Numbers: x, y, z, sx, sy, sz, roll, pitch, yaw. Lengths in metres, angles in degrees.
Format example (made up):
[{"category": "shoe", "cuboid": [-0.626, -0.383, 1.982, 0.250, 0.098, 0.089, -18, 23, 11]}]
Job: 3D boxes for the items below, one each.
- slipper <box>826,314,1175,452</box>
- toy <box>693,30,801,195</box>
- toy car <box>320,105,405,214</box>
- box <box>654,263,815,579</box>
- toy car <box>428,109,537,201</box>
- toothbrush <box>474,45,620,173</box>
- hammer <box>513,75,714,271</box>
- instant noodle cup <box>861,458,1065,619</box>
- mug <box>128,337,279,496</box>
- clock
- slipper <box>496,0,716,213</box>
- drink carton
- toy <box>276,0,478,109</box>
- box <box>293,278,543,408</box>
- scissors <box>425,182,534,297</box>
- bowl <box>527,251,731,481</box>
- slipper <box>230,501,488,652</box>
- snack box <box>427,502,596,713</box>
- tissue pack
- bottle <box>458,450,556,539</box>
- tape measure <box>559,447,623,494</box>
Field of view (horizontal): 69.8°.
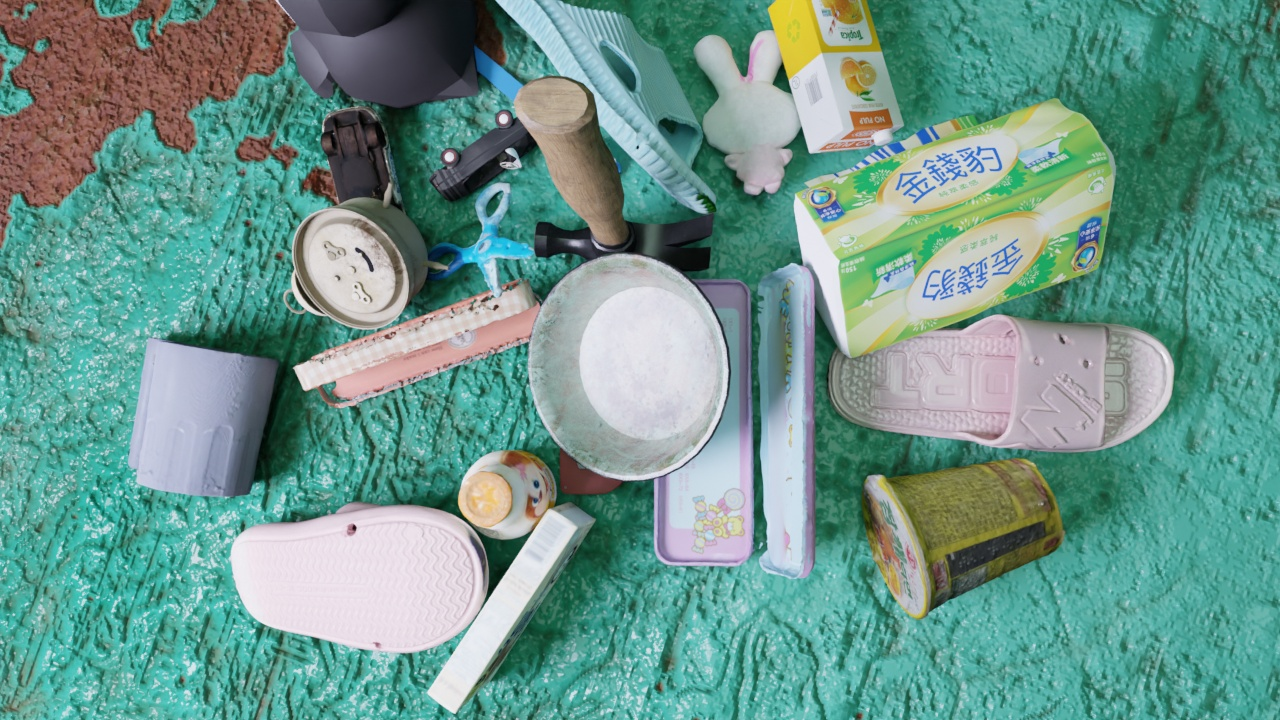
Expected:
[{"category": "slipper", "cuboid": [0.254, 0.016, 0.645, 0.239, 0.064, 0.094, 1, 85, 6]}, {"category": "toy", "cuboid": [0.083, -0.184, 0.689, 0.076, 0.037, 0.125, -11, 87, -5]}, {"category": "toy car", "cuboid": [-0.212, -0.138, 0.711, 0.048, 0.040, 0.113, -9, 102, 4]}, {"category": "box", "cuboid": [0.072, 0.044, 0.658, 0.140, 0.062, 0.214, -4, 84, 39]}, {"category": "toy car", "cuboid": [-0.116, -0.154, 0.700, 0.092, 0.040, 0.037, -36, 83, -1]}, {"category": "toothbrush", "cuboid": [-0.081, -0.196, 0.715, 0.166, 0.014, 0.016, 41, 89, 7]}, {"category": "hammer", "cuboid": [-0.022, -0.099, 0.555, 0.132, 0.305, 0.040, 5, 85, 4]}, {"category": "instant noodle cup", "cuboid": [0.220, 0.113, 0.629, 0.108, 0.102, 0.102, -15, 84, -6]}, {"category": "mug", "cuboid": [-0.338, 0.040, 0.690, 0.124, 0.083, 0.104, 8, 87, 29]}, {"category": "clock", "cuboid": [-0.216, -0.069, 0.685, 0.141, 0.054, 0.093, -23, 109, 28]}, {"category": "slipper", "cuboid": [-0.027, -0.221, 0.666, 0.069, 0.115, 0.276, -43, 79, 13]}, {"category": "drink carton", "cuboid": [0.144, -0.213, 0.673, 0.058, 0.040, 0.122, -11, 83, -28]}, {"category": "toy", "cuboid": [-0.189, -0.258, 0.642, 0.140, 0.184, 0.159, 40, 90, 8]}, {"category": "box", "cuboid": [-0.160, -0.010, 0.677, 0.187, 0.076, 0.054, -20, 50, 4]}, {"category": "scissors", "cuboid": [-0.122, -0.075, 0.671, 0.113, 0.013, 0.140, -37, 41, 12]}, {"category": "bowl", "cuboid": [-0.004, 0.004, 0.645, 0.158, 0.038, 0.157, 3, 96, 27]}, {"category": "slipper", "cuboid": [-0.204, 0.153, 0.658, 0.222, 0.055, 0.107, -7, 100, 24]}, {"category": "snack box", "cuboid": [-0.088, 0.171, 0.650, 0.026, 0.082, 0.150, 34, 88, 8]}, {"category": "tissue pack", "cuboid": [0.203, -0.111, 0.646, 0.197, 0.120, 0.141, -16, 48, -3]}, {"category": "bottle", "cuboid": [-0.096, 0.094, 0.643, 0.063, 0.109, 0.063, 0, 84, 4]}, {"category": "tape measure", "cuboid": [-0.034, 0.070, 0.685, 0.051, 0.019, 0.059, -1, 85, 5]}]
